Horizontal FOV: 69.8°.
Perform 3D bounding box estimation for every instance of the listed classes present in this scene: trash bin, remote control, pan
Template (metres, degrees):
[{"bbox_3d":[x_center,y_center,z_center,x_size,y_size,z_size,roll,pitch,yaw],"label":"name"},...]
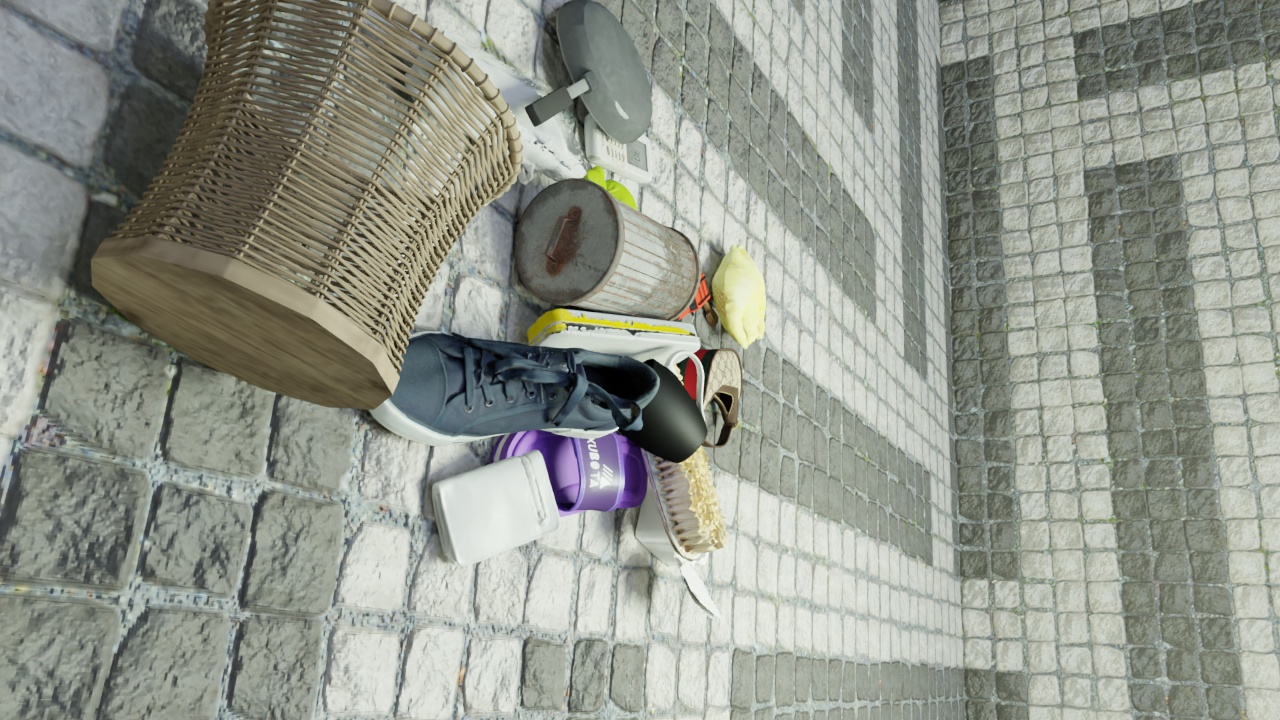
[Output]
[{"bbox_3d":[-0.034,-0.112,1.004,0.210,0.131,0.130,12,74,-60],"label":"trash bin"},{"bbox_3d":[-0.027,-0.265,1.150,0.138,0.025,0.060,6,80,-60],"label":"remote control"},{"bbox_3d":[-0.055,-0.311,1.020,0.178,0.041,0.356,63,24,-18],"label":"pan"}]

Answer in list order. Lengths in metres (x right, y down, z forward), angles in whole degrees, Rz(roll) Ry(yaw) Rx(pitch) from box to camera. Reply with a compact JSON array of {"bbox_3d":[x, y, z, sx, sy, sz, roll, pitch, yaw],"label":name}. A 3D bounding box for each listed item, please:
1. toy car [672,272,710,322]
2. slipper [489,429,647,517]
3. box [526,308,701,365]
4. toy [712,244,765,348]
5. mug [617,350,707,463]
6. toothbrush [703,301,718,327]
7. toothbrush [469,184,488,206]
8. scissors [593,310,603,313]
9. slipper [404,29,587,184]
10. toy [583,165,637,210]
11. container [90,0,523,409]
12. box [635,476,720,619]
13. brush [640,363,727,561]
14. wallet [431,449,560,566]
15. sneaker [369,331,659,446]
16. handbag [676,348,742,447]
[{"bbox_3d":[0.058,-0.086,1.241,0.100,0.049,0.051,-47,124,-53],"label":"toy car"},{"bbox_3d":[-0.045,0.116,0.986,0.266,0.084,0.107,16,71,-58],"label":"slipper"},{"bbox_3d":[-0.025,-0.024,1.004,0.209,0.064,0.033,5,61,-38],"label":"box"},{"bbox_3d":[0.155,-0.100,1.398,0.170,0.065,0.155,-25,104,-65],"label":"toy"},{"bbox_3d":[0.032,0.049,1.009,0.100,0.085,0.118,44,80,-13],"label":"mug"},{"bbox_3d":[0.076,-0.106,1.311,0.167,0.016,0.016,56,40,-41],"label":"toothbrush"},{"bbox_3d":[-0.134,-0.200,0.962,0.166,0.014,0.016,-57,132,-49],"label":"toothbrush"},{"bbox_3d":[-0.001,-0.003,1.069,0.169,0.013,0.131,23,40,-19],"label":"scissors"},{"bbox_3d":[-0.132,-0.236,0.911,0.246,0.075,0.112,19,61,-58],"label":"slipper"},{"bbox_3d":[-0.036,-0.190,1.111,0.093,0.036,0.094,-8,85,-55],"label":"toy"},{"bbox_3d":[-0.217,-0.097,0.604,0.227,0.227,0.195,46,54,-47],"label":"container"},{"bbox_3d":[0.048,0.232,1.137,0.110,0.083,0.190,47,29,-45],"label":"box"},{"bbox_3d":[0.038,0.102,1.091,0.083,0.057,0.271,30,40,-58],"label":"brush"},{"bbox_3d":[-0.134,0.136,0.851,0.116,0.032,0.086,-11,93,-36],"label":"wallet"},{"bbox_3d":[-0.097,0.021,0.824,0.294,0.128,0.120,5,67,-41],"label":"sneaker"},{"bbox_3d":[0.101,0.052,1.281,0.166,0.063,0.138,-2,91,-66],"label":"handbag"}]
